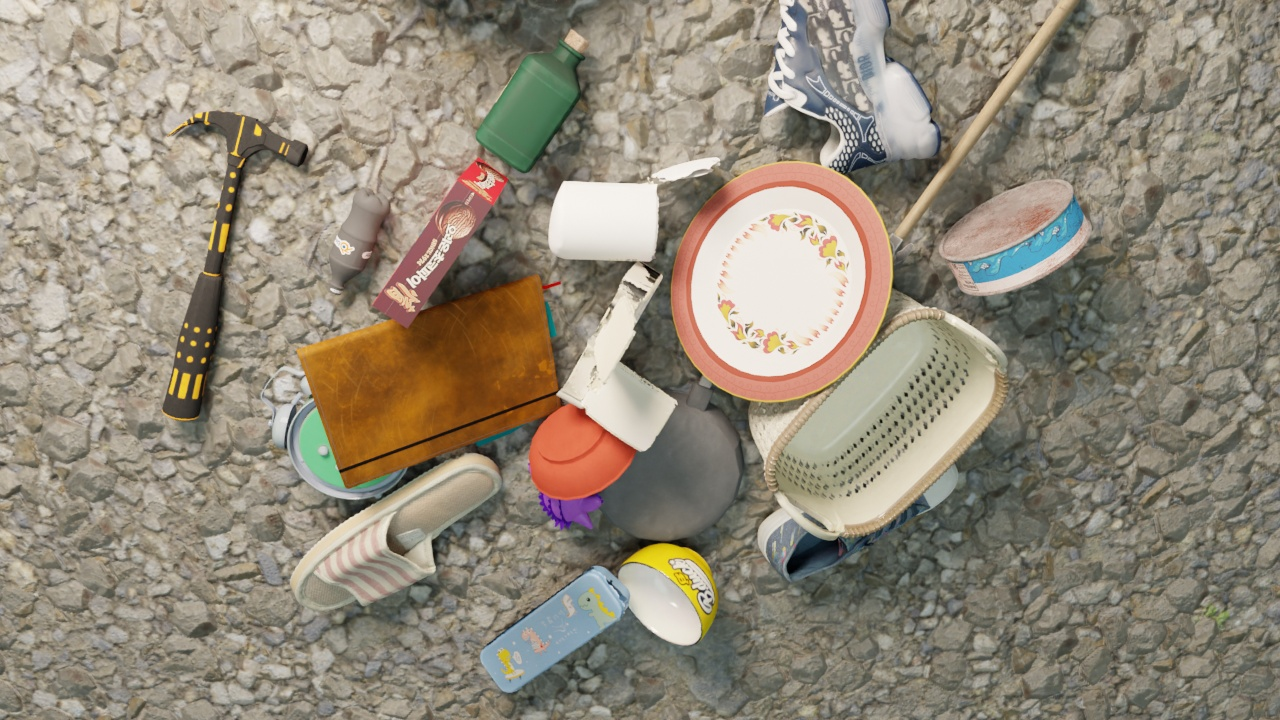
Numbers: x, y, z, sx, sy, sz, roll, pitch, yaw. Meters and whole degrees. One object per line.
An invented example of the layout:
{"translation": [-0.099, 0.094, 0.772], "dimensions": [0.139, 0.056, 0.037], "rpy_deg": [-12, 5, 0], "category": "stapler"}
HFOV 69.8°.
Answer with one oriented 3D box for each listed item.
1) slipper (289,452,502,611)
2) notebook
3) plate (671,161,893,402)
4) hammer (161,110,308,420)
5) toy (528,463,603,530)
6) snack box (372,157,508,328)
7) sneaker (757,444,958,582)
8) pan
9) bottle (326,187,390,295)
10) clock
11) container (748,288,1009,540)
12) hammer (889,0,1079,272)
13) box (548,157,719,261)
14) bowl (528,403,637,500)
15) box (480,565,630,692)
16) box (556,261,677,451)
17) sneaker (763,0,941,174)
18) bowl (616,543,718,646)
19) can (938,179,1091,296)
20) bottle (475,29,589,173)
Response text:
{"translation": [-0.257, 0.196, 0.987], "dimensions": [0.263, 0.052, 0.115], "rpy_deg": [-37, 141, 6], "category": "slipper"}
{"translation": [-0.188, 0.025, 0.906], "dimensions": [0.248, 0.014, 0.179], "rpy_deg": [-20, 127, -20], "category": "notebook"}
{"translation": [0.131, -0.074, 0.874], "dimensions": [0.230, 0.021, 0.229], "rpy_deg": [-5, 82, 34], "category": "plate"}
{"translation": [-0.428, -0.087, 0.908], "dimensions": [0.123, 0.036, 0.321], "rpy_deg": [18, 105, -8], "category": "hammer"}
{"translation": [-0.083, 0.139, 0.984], "dimensions": [0.106, 0.055, 0.088], "rpy_deg": [21, 137, 31], "category": "toy"}
{"translation": [-0.180, -0.113, 0.845], "dimensions": [0.036, 0.152, 0.133], "rpy_deg": [35, 104, -14], "category": "snack box"}
{"translation": [0.240, 0.168, 1.005], "dimensions": [0.235, 0.079, 0.087], "rpy_deg": [-27, 109, 7], "category": "sneaker"}
{"translation": [0.061, 0.043, 0.972], "dimensions": [0.178, 0.041, 0.358], "rpy_deg": [20, 107, -10], "category": "pan"}
{"translation": [-0.281, -0.115, 0.901], "dimensions": [0.036, 0.036, 0.110], "rpy_deg": [26, 106, -11], "category": "bottle"}
{"translation": [-0.311, 0.068, 0.942], "dimensions": [0.161, 0.075, 0.122], "rpy_deg": [37, 103, -18], "category": "clock"}
{"translation": [0.226, 0.045, 0.915], "dimensions": [0.184, 0.142, 0.246], "rpy_deg": [35, 104, -28], "category": "container"}
{"translation": [0.315, -0.217, 0.873], "dimensions": [0.031, 0.119, 0.331], "rpy_deg": [35, 96, 15], "category": "hammer"}
{"translation": [-0.005, -0.149, 0.881], "dimensions": [0.162, 0.084, 0.112], "rpy_deg": [3, 102, -6], "category": "box"}
{"translation": [-0.064, 0.082, 0.933], "dimensions": [0.122, 0.121, 0.035], "rpy_deg": [-24, 131, 6], "category": "bowl"}
{"translation": [-0.102, 0.308, 1.035], "dimensions": [0.210, 0.049, 0.066], "rpy_deg": [-40, 102, 23], "category": "box"}
{"translation": [-0.012, -0.002, 0.880], "dimensions": [0.095, 0.185, 0.146], "rpy_deg": [23, 114, -19], "category": "box"}
{"translation": [0.162, -0.277, 0.840], "dimensions": [0.132, 0.103, 0.269], "rpy_deg": [-28, 112, 14], "category": "sneaker"}
{"translation": [0.039, 0.251, 1.021], "dimensions": [0.117, 0.067, 0.117], "rpy_deg": [25, 135, 29], "category": "bowl"}
{"translation": [0.358, -0.118, 0.882], "dimensions": [0.130, 0.129, 0.044], "rpy_deg": [-33, 108, 9], "category": "can"}
{"translation": [-0.093, -0.245, 0.851], "dimensions": [0.061, 0.061, 0.131], "rpy_deg": [33, 105, -16], "category": "bottle"}
